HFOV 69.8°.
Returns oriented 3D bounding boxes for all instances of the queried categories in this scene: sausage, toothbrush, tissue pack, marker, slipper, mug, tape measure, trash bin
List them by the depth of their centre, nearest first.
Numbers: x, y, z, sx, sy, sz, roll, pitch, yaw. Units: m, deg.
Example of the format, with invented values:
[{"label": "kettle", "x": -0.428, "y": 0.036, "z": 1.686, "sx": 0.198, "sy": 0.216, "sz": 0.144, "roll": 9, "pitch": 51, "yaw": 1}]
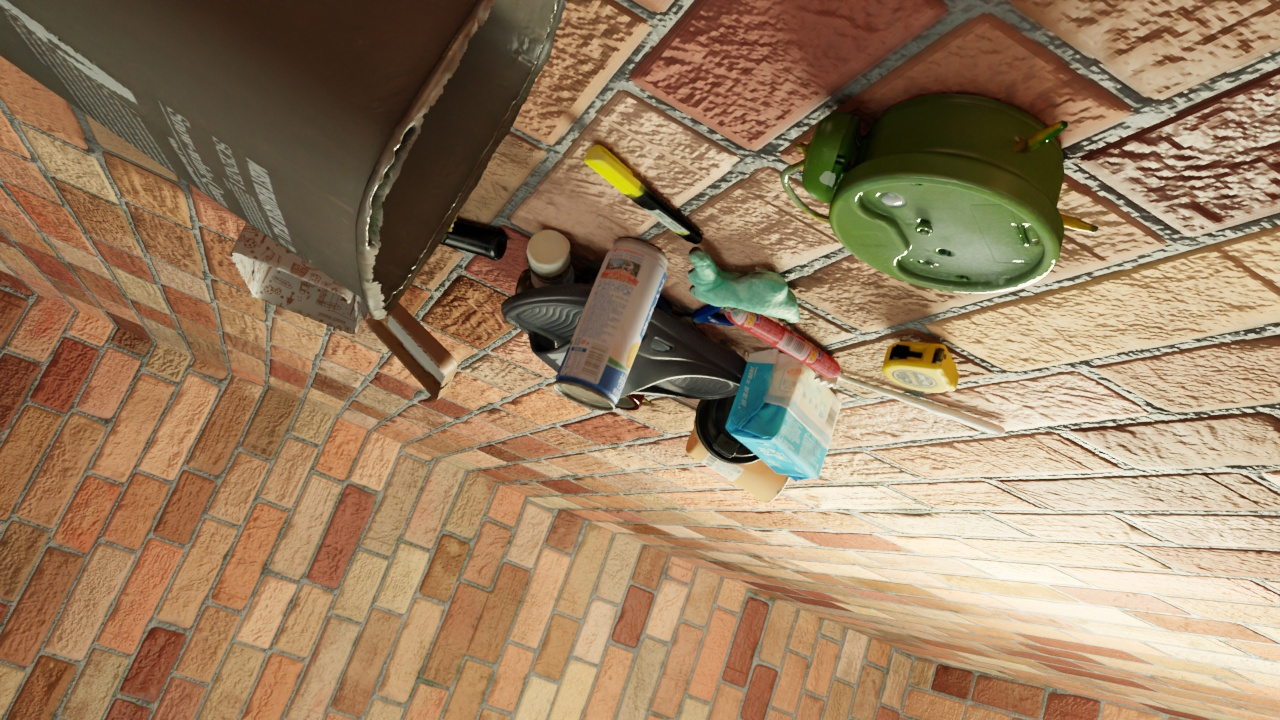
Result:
[{"label": "trash bin", "x": -0.164, "y": -0.163, "z": 0.413, "sx": 0.219, "sy": 0.198, "sz": 0.199, "roll": 29, "pitch": 163, "yaw": -7}, {"label": "marker", "x": 0.005, "y": -0.115, "z": 0.654, "sx": 0.018, "sy": 0.015, "sz": 0.124, "roll": 5, "pitch": 161, "yaw": 45}, {"label": "tape measure", "x": 0.225, "y": 0.002, "z": 0.737, "sx": 0.057, "sy": 0.028, "sz": 0.060, "roll": 7, "pitch": 159, "yaw": 36}, {"label": "sausage", "x": 0.126, "y": -0.017, "z": 0.798, "sx": 0.155, "sy": 0.020, "sz": 0.020, "roll": 27, "pitch": 163, "yaw": -34}, {"label": "slipper", "x": -0.005, "y": 0.005, "z": 0.847, "sx": 0.268, "sy": 0.083, "sz": 0.111, "roll": 22, "pitch": 152, "yaw": -35}, {"label": "toothbrush", "x": 0.248, "y": 0.040, "z": 0.850, "sx": 0.180, "sy": 0.016, "sz": 0.016, "roll": 18, "pitch": 166, "yaw": 7}, {"label": "toothbrush", "x": -0.224, "y": -0.130, "z": 0.854, "sx": 0.213, "sy": 0.027, "sz": 0.026, "roll": 16, "pitch": -159, "yaw": 15}, {"label": "tissue pack", "x": 0.140, "y": 0.056, "z": 0.899, "sx": 0.063, "sy": 0.089, "sz": 0.140, "roll": 8, "pitch": 159, "yaw": 38}, {"label": "mug", "x": 0.123, "y": 0.119, "z": 1.157, "sx": 0.122, "sy": 0.078, "sz": 0.078, "roll": 27, "pitch": 163, "yaw": -9}]

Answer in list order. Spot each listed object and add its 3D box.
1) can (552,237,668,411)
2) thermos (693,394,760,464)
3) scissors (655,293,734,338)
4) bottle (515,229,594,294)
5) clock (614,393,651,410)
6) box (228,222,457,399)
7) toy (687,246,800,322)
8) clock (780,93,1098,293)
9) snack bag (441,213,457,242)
[{"label": "can", "x": -0.022, "y": -0.030, "z": 0.743, "sx": 0.053, "sy": 0.134, "sz": 0.053, "roll": 19, "pitch": 164, "yaw": 6}, {"label": "thermos", "x": 0.098, "y": 0.069, "z": 1.008, "sx": 0.093, "sy": 0.093, "sz": 0.143, "roll": 21, "pitch": 171, "yaw": -3}, {"label": "scissors", "x": 0.037, "y": -0.044, "z": 0.847, "sx": 0.162, "sy": 0.012, "sz": 0.176, "roll": 27, "pitch": 163, "yaw": -27}, {"label": "bottle", "x": -0.079, "y": -0.064, "z": 0.864, "sx": 0.080, "sy": 0.044, "sz": 0.195, "roll": 12, "pitch": 162, "yaw": 4}, {"label": "clock", "x": -0.031, "y": 0.012, "z": 1.026, "sx": 0.082, "sy": 0.055, "sz": 0.122, "roll": 12, "pitch": 160, "yaw": 27}, {"label": "box", "x": -0.314, "y": -0.065, "z": 1.026, "sx": 0.272, "sy": 0.106, "sz": 0.178, "roll": 35, "pitch": 162, "yaw": -5}, {"label": "toy", "x": 0.075, "y": -0.059, "z": 0.723, "sx": 0.092, "sy": 0.030, "sz": 0.096, "roll": 9, "pitch": 158, "yaw": 28}, {"label": "clock", "x": 0.150, "y": -0.088, "z": 0.493, "sx": 0.161, "sy": 0.056, "sz": 0.116, "roll": 7, "pitch": 158, "yaw": 38}, {"label": "snack bag", "x": -0.244, "y": -0.161, "z": 0.764, "sx": 0.191, "sy": 0.038, "sz": 0.110, "roll": 24, "pitch": 168, "yaw": -7}]
